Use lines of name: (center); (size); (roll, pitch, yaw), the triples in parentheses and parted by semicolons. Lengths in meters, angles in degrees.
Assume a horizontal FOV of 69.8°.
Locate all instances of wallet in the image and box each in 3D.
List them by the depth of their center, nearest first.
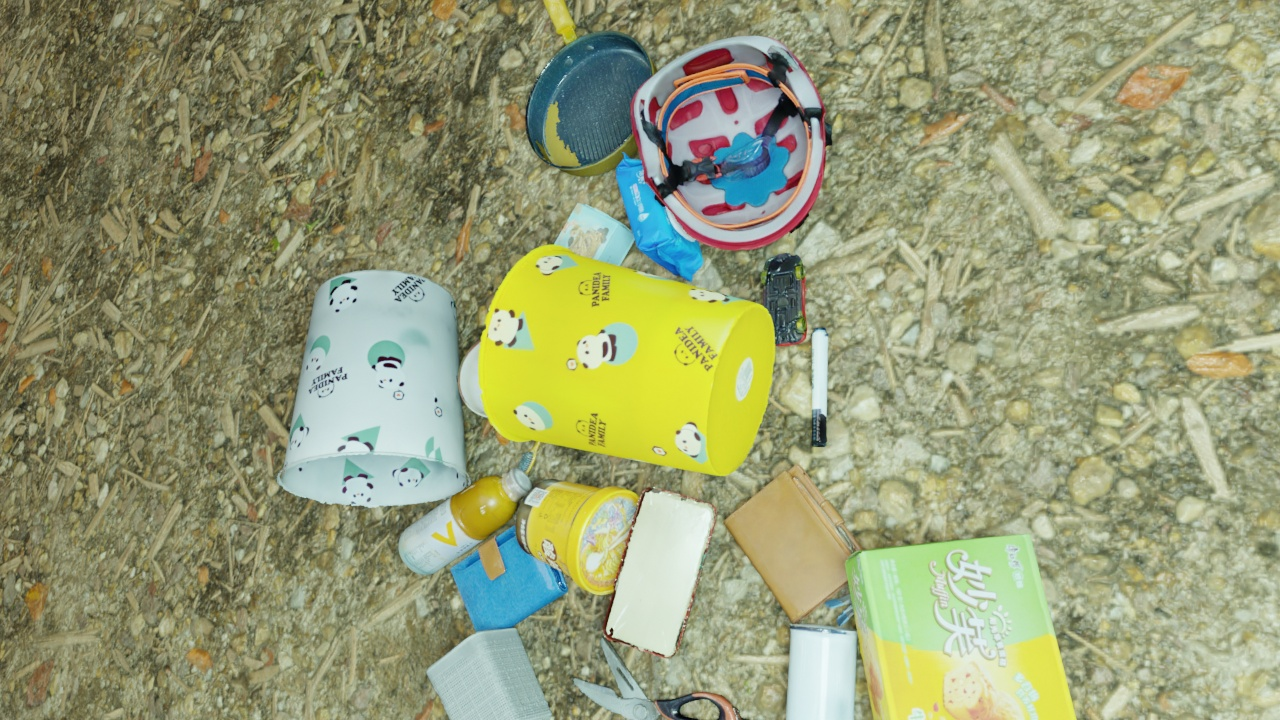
wallet: (0.162, 0.189, 0.955); (0.108, 0.031, 0.131); (-44, 62, 15)
wallet: (-0.161, 0.266, 1.115); (0.133, 0.040, 0.106); (-35, 67, 16)

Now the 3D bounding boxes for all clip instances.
clip: (0.215, 0.240, 0.912); (0.058, 0.027, 0.045); (-31, 87, -3)

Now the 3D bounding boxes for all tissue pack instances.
tissue pack: (0.024, -0.175, 1.096); (0.052, 0.095, 0.157); (-27, 63, 23)

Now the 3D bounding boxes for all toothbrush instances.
toothbrush: (-0.111, 0.055, 1.153); (0.016, 0.018, 0.191); (23, 88, 30)

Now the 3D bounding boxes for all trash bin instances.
trash bin: (-0.006, 0.006, 0.997); (0.256, 0.229, 0.229); (13, 83, 26)
trash bin: (-0.332, 0.037, 1.173); (0.230, 0.229, 0.251); (-16, 64, 25)

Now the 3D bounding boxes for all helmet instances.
helmet: (0.115, -0.229, 1.035); (0.207, 0.143, 0.240); (-20, 81, 17)

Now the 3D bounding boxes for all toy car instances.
toy car: (0.162, -0.068, 1.025); (0.049, 0.031, 0.106); (-7, 74, 27)

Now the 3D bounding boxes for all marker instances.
marker: (0.194, 0.028, 0.988); (0.023, 0.018, 0.130); (148, 127, -69)

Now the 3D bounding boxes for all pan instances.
pan: (-0.091, -0.415, 1.236); (0.198, 0.078, 0.357); (-25, 66, 21)

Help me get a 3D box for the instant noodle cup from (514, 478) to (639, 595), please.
instant noodle cup: (-0.071, 0.191, 1.041); (0.115, 0.118, 0.118); (11, 82, 39)

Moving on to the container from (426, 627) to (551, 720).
container: (-0.172, 0.384, 1.058); (0.090, 0.090, 0.114); (-40, 64, 15)

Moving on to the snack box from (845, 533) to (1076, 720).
snack box: (0.280, 0.266, 0.808); (0.157, 0.070, 0.209); (-6, 71, -2)

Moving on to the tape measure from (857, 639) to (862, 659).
tape measure: (0.226, 0.273, 0.880); (0.029, 0.057, 0.060); (-6, 114, 31)

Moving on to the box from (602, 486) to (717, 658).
box: (0.024, 0.225, 0.980); (0.091, 0.080, 0.168); (16, 85, 8)

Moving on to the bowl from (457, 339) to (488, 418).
bowl: (-0.167, 0.025, 1.162); (0.113, 0.062, 0.113); (-5, 72, 16)

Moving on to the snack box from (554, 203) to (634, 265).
snack box: (-0.084, -0.106, 1.163); (0.074, 0.051, 0.175); (31, 92, 31)

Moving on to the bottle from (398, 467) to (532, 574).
bottle: (-0.217, 0.198, 1.145); (0.190, 0.068, 0.068); (-35, 62, 17)

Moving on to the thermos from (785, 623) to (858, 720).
thermos: (0.173, 0.371, 0.880); (0.073, 0.073, 0.224); (-2, 76, 29)

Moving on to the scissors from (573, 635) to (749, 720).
scissors: (0.019, 0.392, 0.990); (0.227, 0.015, 0.188); (-12, 71, 27)
